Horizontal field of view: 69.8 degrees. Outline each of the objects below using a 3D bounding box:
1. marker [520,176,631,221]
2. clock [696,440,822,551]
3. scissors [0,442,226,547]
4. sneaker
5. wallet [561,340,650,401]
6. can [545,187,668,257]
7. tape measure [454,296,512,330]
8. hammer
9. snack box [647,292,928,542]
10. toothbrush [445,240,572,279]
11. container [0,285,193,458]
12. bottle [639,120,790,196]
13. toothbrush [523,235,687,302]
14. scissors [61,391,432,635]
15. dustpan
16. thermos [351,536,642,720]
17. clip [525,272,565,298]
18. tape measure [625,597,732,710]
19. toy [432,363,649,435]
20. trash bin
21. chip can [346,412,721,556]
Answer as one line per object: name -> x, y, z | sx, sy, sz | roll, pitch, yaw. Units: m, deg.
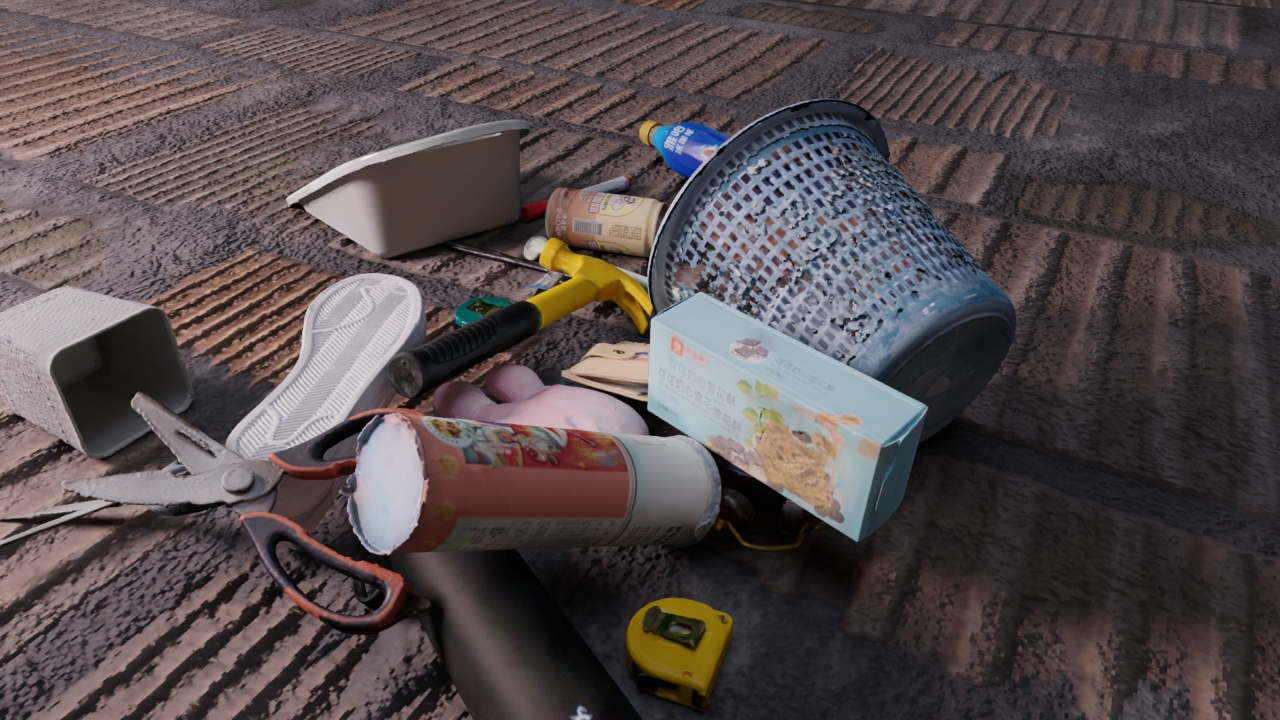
marker -> -0.070, -0.183, 1.029 | 0.145, 0.017, 0.017 | -24, 41, -32
clock -> 0.077, 0.078, 0.603 | 0.082, 0.055, 0.121 | -1, 34, -4
scissors -> -0.332, 0.091, 0.594 | 0.160, 0.014, 0.180 | 1, 21, 35
sneaker -> -0.208, 0.029, 0.643 | 0.089, 0.091, 0.241 | 8, 36, 2
wallet -> -0.004, 0.004, 0.711 | 0.087, 0.024, 0.115 | 8, 15, 19
can -> -0.033, -0.139, 0.925 | 0.116, 0.059, 0.058 | 9, 34, 13
tape measure -> -0.134, -0.036, 0.798 | 0.054, 0.025, 0.058 | 15, 35, 19
hammer -> -0.089, -0.034, 0.726 | 0.129, 0.033, 0.299 | 27, 28, 16
snack box -> 0.081, 0.029, 0.557 | 0.175, 0.074, 0.051 | 30, 45, 33
toothbrush -> -0.118, -0.099, 0.903 | 0.181, 0.018, 0.015 | 15, 33, 23
container -> -0.415, 0.003, 0.681 | 0.114, 0.090, 0.090 | 15, 35, 26
bottle -> 0.077, -0.237, 1.071 | 0.065, 0.065, 0.219 | -24, 40, -33
toothbrush -> -0.031, -0.085, 0.881 | 0.190, 0.020, 0.029 | 21, 69, 26
scissors -> -0.199, 0.073, 0.504 | 0.226, 0.015, 0.189 | -16, 56, -15
dustpan -> -0.233, -0.211, 0.959 | 0.222, 0.143, 0.258 | -22, 41, -30
thermos -> -0.087, 0.150, 0.494 | 0.090, 0.068, 0.242 | -45, 44, -6
clip -> -0.086, -0.068, 0.853 | 0.027, 0.043, 0.058 | 8, 27, 16
tape measure -> 0.020, 0.156, 0.506 | 0.057, 0.029, 0.059 | 12, 35, 18
toy -> -0.072, 0.045, 0.650 | 0.121, 0.054, 0.159 | -20, 35, -39
trash bin -> 0.148, -0.042, 0.669 | 0.226, 0.227, 0.195 | -17, 50, -25
chip can -> -0.050, 0.071, 0.511 | 0.214, 0.071, 0.071 | 9, 20, -45
